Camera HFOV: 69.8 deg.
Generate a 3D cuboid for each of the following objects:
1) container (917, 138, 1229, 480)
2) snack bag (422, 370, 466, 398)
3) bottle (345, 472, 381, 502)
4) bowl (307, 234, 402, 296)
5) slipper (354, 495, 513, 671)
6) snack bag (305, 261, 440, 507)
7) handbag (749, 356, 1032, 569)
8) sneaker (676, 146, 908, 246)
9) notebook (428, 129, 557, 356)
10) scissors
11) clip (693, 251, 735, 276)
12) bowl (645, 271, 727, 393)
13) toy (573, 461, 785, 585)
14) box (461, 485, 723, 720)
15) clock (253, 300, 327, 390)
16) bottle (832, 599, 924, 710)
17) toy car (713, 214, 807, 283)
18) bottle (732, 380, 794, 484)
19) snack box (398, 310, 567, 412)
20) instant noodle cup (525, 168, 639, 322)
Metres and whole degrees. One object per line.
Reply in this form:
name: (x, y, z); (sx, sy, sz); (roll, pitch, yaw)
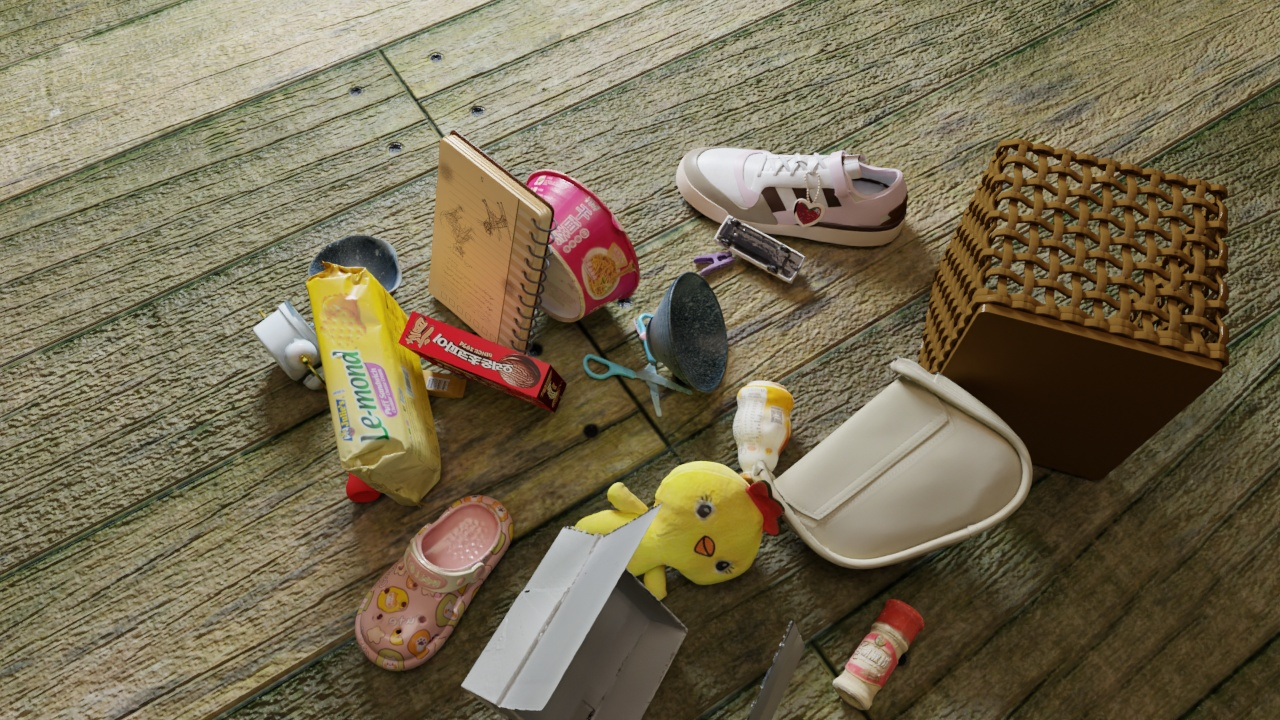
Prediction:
container: (0.432, -0.045, 0.956); (0.220, 0.252, 0.213); (16, 61, 8)
snack bag: (-0.247, 0.025, 1.042); (0.099, 0.020, 0.026); (8, 68, 4)
bottle: (-0.301, 0.093, 0.993); (0.036, 0.036, 0.118); (-9, 60, -6)
bowl: (-0.334, -0.091, 1.088); (0.110, 0.055, 0.110); (1, 60, -1)
slipper: (-0.206, 0.206, 0.905); (0.093, 0.082, 0.196); (29, 62, 16)
snack bag: (-0.269, 0.021, 0.946); (0.068, 0.160, 0.247); (-18, 71, 1)
handbag: (0.254, 0.115, 0.935); (0.229, 0.132, 0.184); (-39, 81, 6)
sneaker: (0.188, -0.224, 1.134); (0.294, 0.117, 0.111); (16, 61, 8)
notebook: (-0.168, -0.115, 1.008); (0.167, 0.226, 0.024); (39, 49, 20)
scissors: (-0.008, 0.006, 1.061); (0.129, 0.015, 0.135); (-8, 58, -6)
clip: (0.093, -0.121, 1.135); (0.051, 0.013, 0.032); (-14, 63, -12)
bowl: (0.043, -0.028, 1.035); (0.057, 0.137, 0.136); (-9, 55, 31)
toy: (0.037, 0.168, 0.920); (0.207, 0.134, 0.092); (-18, 20, -2)
box: (-0.030, 0.229, 0.743); (0.165, 0.331, 0.166); (32, 64, 2)
clock: (-0.381, -0.013, 1.027); (0.057, 0.083, 0.117); (-39, 64, -15)
bottle: (0.230, 0.284, 0.887); (0.044, 0.044, 0.109); (36, 66, 18)
toy car: (0.147, -0.135, 1.129); (0.113, 0.039, 0.039); (31, 90, 17)
bottle: (0.130, 0.079, 0.992); (0.063, 0.063, 0.108); (8, 74, 4)
snack box: (-0.163, 0.004, 0.981); (0.152, 0.133, 0.035); (21, 82, 6)
instant noodle cup: (-0.092, -0.118, 1.033); (0.178, 0.179, 0.077); (36, 63, 18)
